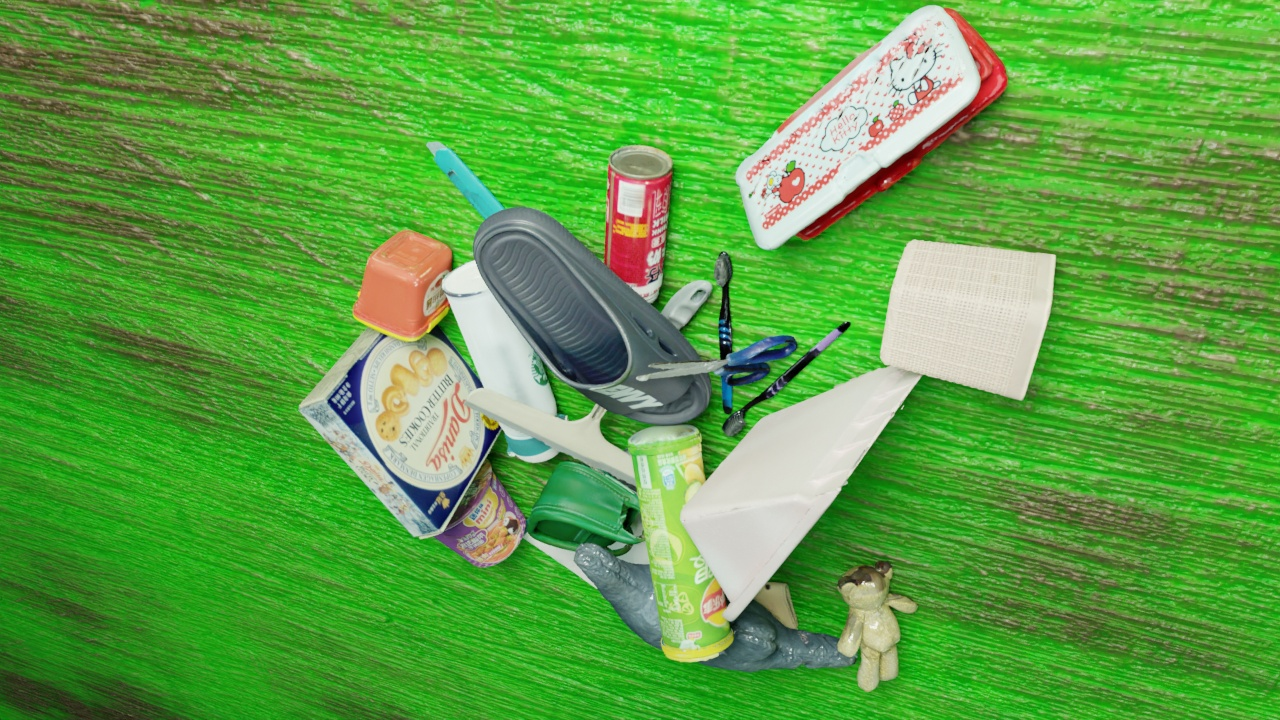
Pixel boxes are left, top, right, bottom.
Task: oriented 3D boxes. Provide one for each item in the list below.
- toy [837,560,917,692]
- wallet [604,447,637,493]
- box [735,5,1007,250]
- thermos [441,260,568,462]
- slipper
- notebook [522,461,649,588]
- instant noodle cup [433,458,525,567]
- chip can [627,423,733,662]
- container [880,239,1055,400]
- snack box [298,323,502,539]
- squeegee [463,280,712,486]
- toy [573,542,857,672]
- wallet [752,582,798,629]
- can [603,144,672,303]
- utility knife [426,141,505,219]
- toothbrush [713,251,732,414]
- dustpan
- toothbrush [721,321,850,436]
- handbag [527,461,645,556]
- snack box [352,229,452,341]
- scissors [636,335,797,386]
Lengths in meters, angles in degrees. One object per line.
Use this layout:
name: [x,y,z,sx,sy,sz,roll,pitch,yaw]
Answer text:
toy: [0.249,0.288,0.989,0.066,0.105,0.157,35,142,61]
wallet: [0.023,0.137,1.005,0.121,0.019,0.097,45,133,-17]
box: [0.153,-0.156,0.657,0.094,0.091,0.202,42,132,-12]
thermos: [-0.130,0.007,0.935,0.073,0.073,0.224,1,128,23]
slipper: [-0.046,-0.013,0.790,0.111,0.083,0.268,-26,124,31]
notebook: [-0.048,0.204,1.083,0.150,0.012,0.210,35,137,-7]
instant noodle cup: [-0.195,0.184,1.085,0.112,0.111,0.099,-13,129,32]
chip can: [0.039,0.171,0.884,0.073,0.072,0.221,-6,97,28]
container: [0.252,-0.037,0.714,0.111,0.090,0.090,13,131,18]
snack box: [-0.232,0.055,0.940,0.046,0.177,0.182,-19,118,31]
squeegee: [-0.005,0.005,0.887,0.246,0.039,0.247,27,123,-17]
toy: [0.070,0.281,1.008,0.356,0.091,0.138,24,150,-16]
wallet: [0.125,0.292,1.083,0.115,0.024,0.087,-4,120,25]
can: [-0.004,-0.112,0.787,0.053,0.053,0.133,15,132,12]
utility knife: [-0.141,-0.140,0.853,0.029,0.013,0.161,-27,113,36]
toothbrush: [0.078,-0.019,0.853,0.014,0.016,0.190,10,131,18]
dustpan: [0.160,0.125,0.807,0.274,0.221,0.139,-24,102,50]
toothbrush: [0.133,0.021,0.861,0.014,0.016,0.190,18,136,-26]
handbag: [-0.054,0.166,0.971,0.120,0.067,0.132,24,154,-2]
snack box: [-0.229,-0.076,0.896,0.082,0.091,0.080,22,126,6]
scissors: [0.073,-0.001,0.792,0.128,0.173,0.012,-32,67,16]
